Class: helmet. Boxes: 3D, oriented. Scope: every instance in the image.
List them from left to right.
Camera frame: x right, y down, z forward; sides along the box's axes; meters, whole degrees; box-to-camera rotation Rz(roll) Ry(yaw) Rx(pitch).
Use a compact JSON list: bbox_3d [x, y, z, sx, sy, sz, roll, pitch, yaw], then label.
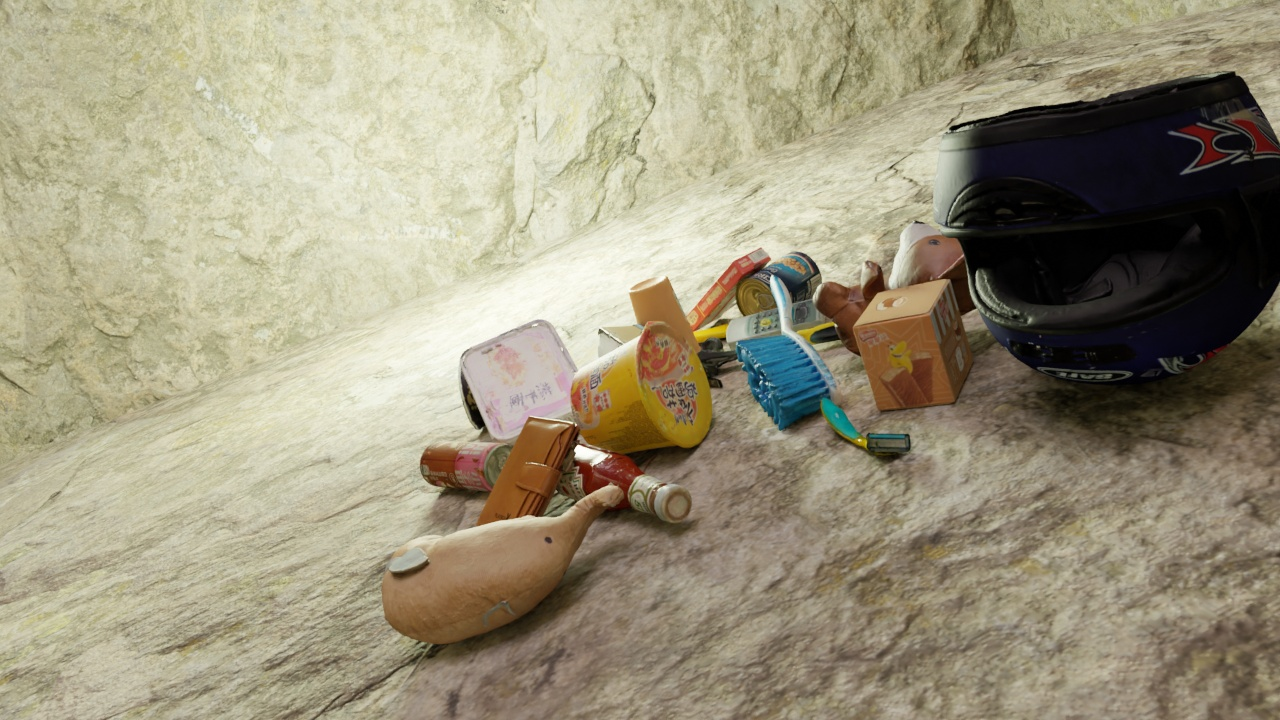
[{"bbox_3d":[0.381,-0.097,0.750,0.314,0.240,0.248,-20,13,-39],"label":"helmet"}]

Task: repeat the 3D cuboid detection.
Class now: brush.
[{"bbox_3d":[0.160,-0.023,1.067,0.109,0.060,0.314,-16,29,-5],"label":"brush"}]

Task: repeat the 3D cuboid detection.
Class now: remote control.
[{"bbox_3d":[0.182,-0.049,1.240,0.135,0.019,0.056,-14,35,23],"label":"remote control"}]

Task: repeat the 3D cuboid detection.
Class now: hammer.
[{"bbox_3d":[0.212,-0.027,1.134,0.324,0.032,0.125,-14,18,23],"label":"hammer"}]

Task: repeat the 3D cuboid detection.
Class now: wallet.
[{"bbox_3d":[-0.115,0.121,0.943,0.108,0.031,0.131,1,63,58],"label":"wallet"}]

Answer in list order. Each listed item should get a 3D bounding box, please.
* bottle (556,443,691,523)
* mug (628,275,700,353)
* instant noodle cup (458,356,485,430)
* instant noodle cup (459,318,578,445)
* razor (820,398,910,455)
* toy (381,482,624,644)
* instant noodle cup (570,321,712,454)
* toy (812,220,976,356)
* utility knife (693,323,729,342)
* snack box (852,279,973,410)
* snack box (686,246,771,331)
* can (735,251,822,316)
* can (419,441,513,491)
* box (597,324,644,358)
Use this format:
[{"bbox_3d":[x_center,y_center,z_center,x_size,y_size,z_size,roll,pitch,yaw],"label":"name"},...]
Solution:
[{"bbox_3d":[-0.022,0.122,0.897,0.059,0.060,0.206,-29,19,-27],"label":"bottle"},{"bbox_3d":[0.031,-0.051,1.272,0.078,0.123,0.078,-19,16,5],"label":"mug"},{"bbox_3d":[-0.186,0.034,1.319,0.120,0.111,0.111,-13,17,7],"label":"instant noodle cup"},{"bbox_3d":[-0.150,0.037,1.214,0.138,0.060,0.173,-24,53,-10],"label":"instant noodle cup"},{"bbox_3d":[0.201,0.062,0.861,0.043,0.028,0.132,-1,14,-16],"label":"razor"},{"bbox_3d":[-0.116,0.175,0.800,0.226,0.082,0.143,-18,27,3],"label":"toy"},{"bbox_3d":[-0.003,0.041,1.015,0.110,0.138,0.137,-20,14,34],"label":"instant noodle cup"},{"bbox_3d":[0.298,-0.083,0.990,0.139,0.130,0.200,-7,-10,-45],"label":"toy"},{"bbox_3d":[0.092,-0.035,1.336,0.164,0.015,0.033,-10,20,33],"label":"utility knife"},{"bbox_3d":[0.270,-0.015,0.906,0.077,0.094,0.092,-10,20,35],"label":"snack box"},{"bbox_3d":[0.125,-0.102,1.351,0.075,0.025,0.153,-29,-15,-42],"label":"snack box"},{"bbox_3d":[0.200,-0.103,1.317,0.110,0.075,0.075,-32,19,-35],"label":"can"},{"bbox_3d":[-0.205,0.127,1.106,0.148,0.058,0.057,-4,23,46],"label":"can"},{"bbox_3d":[-0.007,0.007,1.176,0.061,0.090,0.184,-5,14,-17],"label":"box"}]
